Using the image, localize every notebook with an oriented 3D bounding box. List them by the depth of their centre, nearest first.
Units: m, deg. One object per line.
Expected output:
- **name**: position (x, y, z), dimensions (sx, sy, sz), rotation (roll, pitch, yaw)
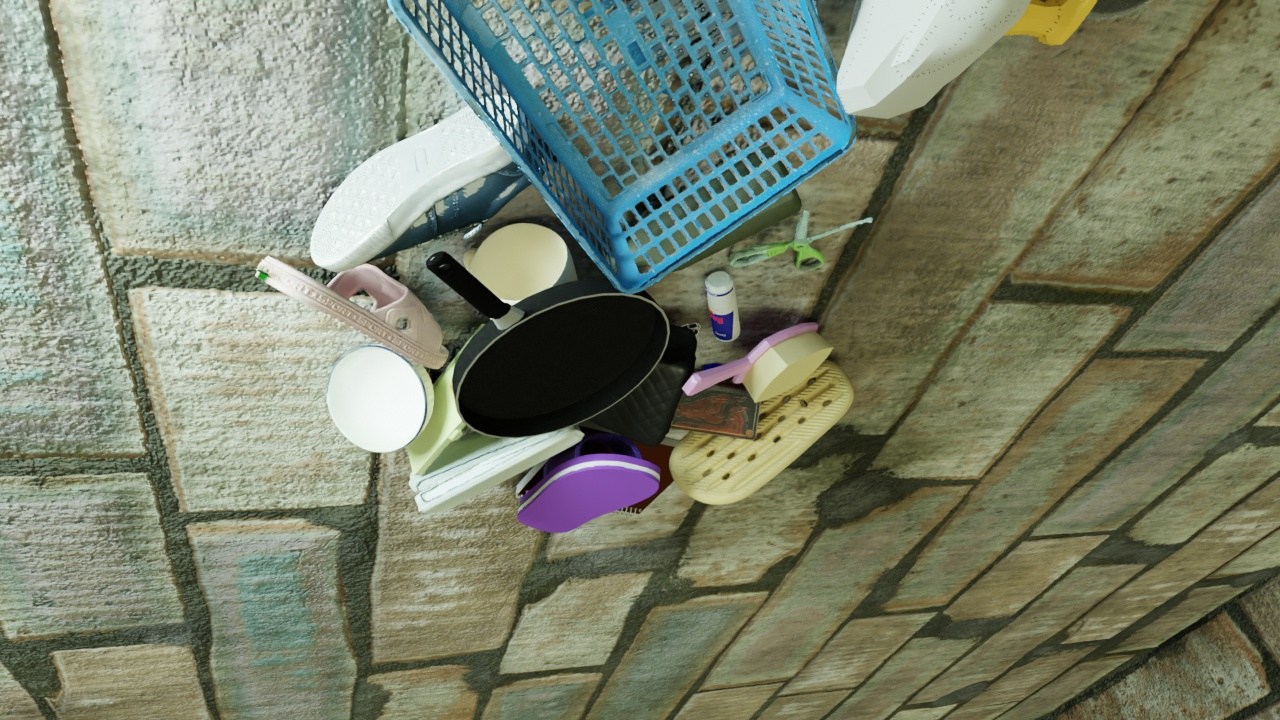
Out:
- **notebook**: position (-0.045, 0.156, 1.285), dimensions (0.209, 0.022, 0.172), rotation (16, 132, -34)

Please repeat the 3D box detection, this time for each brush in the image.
- **brush**: position (0.138, 0.013, 1.068), dimensions (0.228, 0.043, 0.089), rotation (-18, 153, -44)

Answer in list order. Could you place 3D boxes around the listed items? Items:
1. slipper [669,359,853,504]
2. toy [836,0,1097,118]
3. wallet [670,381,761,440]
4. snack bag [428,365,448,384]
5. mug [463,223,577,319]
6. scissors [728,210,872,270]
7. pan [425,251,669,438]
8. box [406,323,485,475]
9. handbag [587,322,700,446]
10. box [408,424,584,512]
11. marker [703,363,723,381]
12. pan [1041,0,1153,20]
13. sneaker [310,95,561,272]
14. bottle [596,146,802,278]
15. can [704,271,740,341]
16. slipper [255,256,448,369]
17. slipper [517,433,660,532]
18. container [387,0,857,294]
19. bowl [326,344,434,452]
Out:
- **slipper**: position (0.162, 0.098, 1.201), dimensions (0.261, 0.111, 0.079), rotation (-35, 163, 0)
- **toy**: position (0.212, -0.305, 0.690), dimensions (0.267, 0.141, 0.247), rotation (8, 113, -28)
- **wallet**: position (0.088, 0.058, 1.151), dimensions (0.123, 0.019, 0.072), rotation (8, 118, 8)
- **snack bag**: position (-0.167, 0.026, 1.080), dimensions (0.155, 0.018, 0.075), rotation (-8, 143, -10)
- **mug**: position (-0.121, -0.073, 0.919), dimensions (0.120, 0.096, 0.100), rotation (19, 154, 18)
- **scissors**: position (0.160, -0.121, 0.961), dimensions (0.160, 0.024, 0.171), rotation (1, 165, 9)
- **pan**: position (-0.101, -0.023, 0.857), dimensions (0.225, 0.034, 0.356), rotation (-32, 151, 7)
- **box**: position (-0.192, 0.046, 1.032), dimensions (0.083, 0.091, 0.188), rotation (1, 146, -44)
- **handbag**: position (-0.006, 0.007, 1.078), dimensions (0.125, 0.114, 0.154), rotation (17, 141, -2)
- **box**: position (-0.164, 0.126, 1.083), dimensions (0.215, 0.122, 0.083), rotation (-22, 113, 4)
- **marker**: position (0.089, 0.054, 1.199), dimensions (0.027, 0.023, 0.133), rotation (10, 141, 4)
- **pan**: position (0.355, -0.390, 0.717), dimensions (0.356, 0.055, 0.188), rotation (19, 131, -42)
- **sneaker**: position (-0.181, -0.143, 0.813), dimensions (0.236, 0.089, 0.087), rotation (-28, 146, 10)
- **bottle**: position (0.053, -0.135, 0.909), dimensions (0.207, 0.071, 0.071), rotation (-25, 141, 13)
- **can**: position (0.094, -0.061, 1.047), dimensions (0.032, 0.032, 0.095), rotation (-15, 143, 0)
- **slipper**: position (-0.258, -0.056, 0.883), dimensions (0.064, 0.094, 0.239), rotation (-61, 150, -4)
- **slipper**: position (-0.073, 0.146, 1.194), dimensions (0.107, 0.083, 0.267), rotation (22, 146, -24)
- **container**: position (0.001, -0.240, 0.717), dimensions (0.257, 0.089, 0.362), rotation (-34, 140, 6)
- **bowl**: position (-0.275, 0.036, 1.004), dimensions (0.118, 0.118, 0.062), rotation (-29, -177, 17)
